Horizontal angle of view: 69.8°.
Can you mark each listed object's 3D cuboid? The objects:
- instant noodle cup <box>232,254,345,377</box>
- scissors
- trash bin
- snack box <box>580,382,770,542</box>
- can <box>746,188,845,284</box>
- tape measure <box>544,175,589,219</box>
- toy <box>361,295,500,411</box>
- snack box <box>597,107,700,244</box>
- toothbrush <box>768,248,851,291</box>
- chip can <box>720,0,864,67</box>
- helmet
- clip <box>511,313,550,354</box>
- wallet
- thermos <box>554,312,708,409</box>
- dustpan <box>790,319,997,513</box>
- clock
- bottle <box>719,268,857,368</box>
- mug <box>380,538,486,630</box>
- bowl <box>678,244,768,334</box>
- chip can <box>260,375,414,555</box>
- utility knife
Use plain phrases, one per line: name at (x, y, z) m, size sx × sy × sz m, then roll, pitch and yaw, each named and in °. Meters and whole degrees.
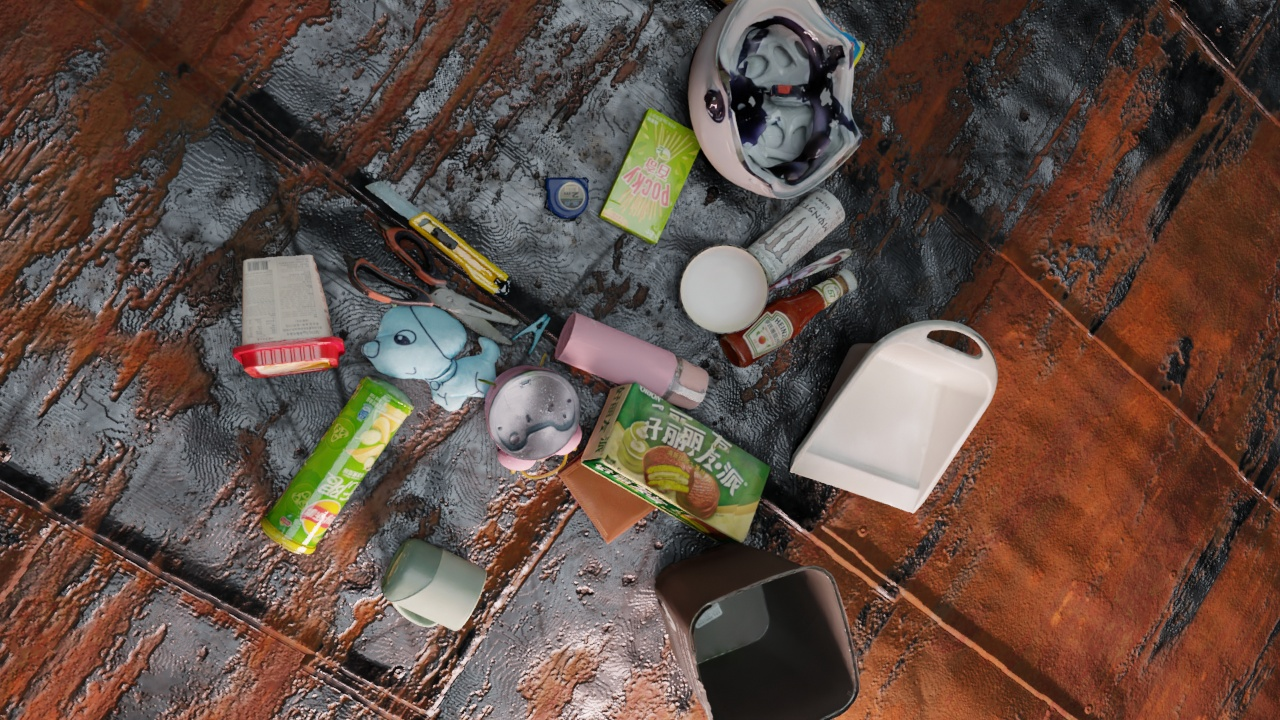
instant noodle cup at (-0.406, -0.051, 1.055) m, size 0.116 × 0.116 × 0.124 m, roll -7°, pitch 84°, yaw -16°
scissors at (-0.250, -0.091, 1.122) m, size 0.196 × 0.015 × 0.213 m, roll -17°, pitch 79°, yaw -35°
trash bin at (0.130, 0.345, 1.173) m, size 0.198 × 0.220 × 0.199 m, roll -17°, pitch 98°, yaw -15°
snack box at (0.049, 0.136, 1.192) m, size 0.240 × 0.063 × 0.114 m, roll 33°, pitch 66°, yaw -20°
can at (0.207, -0.168, 1.244) m, size 0.146 × 0.058 × 0.058 m, roll -41°, pitch 103°, yaw -10°
tape measure at (-0.094, -0.208, 1.173) m, size 0.058 × 0.025 × 0.054 m, roll -2°, pitch 96°, yaw -12°
toy at (-0.255, -0.011, 1.128) m, size 0.161 × 0.050 × 0.156 m, roll -23°, pitch 97°, yaw -26°
snack box at (0.014, -0.240, 1.201) m, size 0.085 × 0.026 × 0.156 m, roll 26°, pitch 87°, yaw -15°
toothbrush at (0.215, -0.115, 1.271) m, size 0.187 × 0.017 × 0.016 m, roll -25°, pitch 101°, yaw -12°
chip can at (0.194, -0.452, 1.214) m, size 0.210 × 0.071 × 0.071 m, roll 33°, pitch 84°, yaw -16°
helmet at (0.150, -0.335, 1.164) m, size 0.228 × 0.146 × 0.259 m, roll -35°, pitch 114°, yaw -26°
clip at (-0.136, -0.037, 1.178) m, size 0.034 × 0.013 × 0.055 m, roll 39°, pitch 82°, yaw -16°
wallet at (-0.038, 0.166, 1.213) m, size 0.101 × 0.032 × 0.124 m, roll -36°, pitch 101°, yaw -8°
thermos at (-0.007, 0.007, 1.181) m, size 0.198 × 0.087 × 0.067 m, roll 24°, pitch 100°, yaw -15°
dustpan at (0.367, 0.072, 1.265) m, size 0.222 × 0.143 × 0.257 m, roll 19°, pitch 87°, yaw -16°
clock at (-0.135, 0.078, 1.154) m, size 0.117 × 0.060 × 0.158 m, roll -22°, pitch 111°, yaw -17°
bottle at (0.205, -0.062, 1.250) m, size 0.206 × 0.060 × 0.060 m, roll -31°, pitch 101°, yaw -12°
mug at (-0.264, 0.283, 1.135) m, size 0.106 × 0.082 × 0.112 m, roll 29°, pitch 117°, yaw -16°
bowl at (0.108, -0.096, 1.209) m, size 0.116 × 0.066 × 0.116 m, roll 0°, pitch 100°, yaw 1°
chip can at (-0.359, 0.121, 1.095) m, size 0.072 × 0.073 × 0.221 m, roll 36°, pitch 83°, yaw -15°
utility knife at (-0.247, -0.150, 1.138) m, size 0.218 × 0.015 × 0.033 m, roll 38°, pitch 80°, yaw -15°
